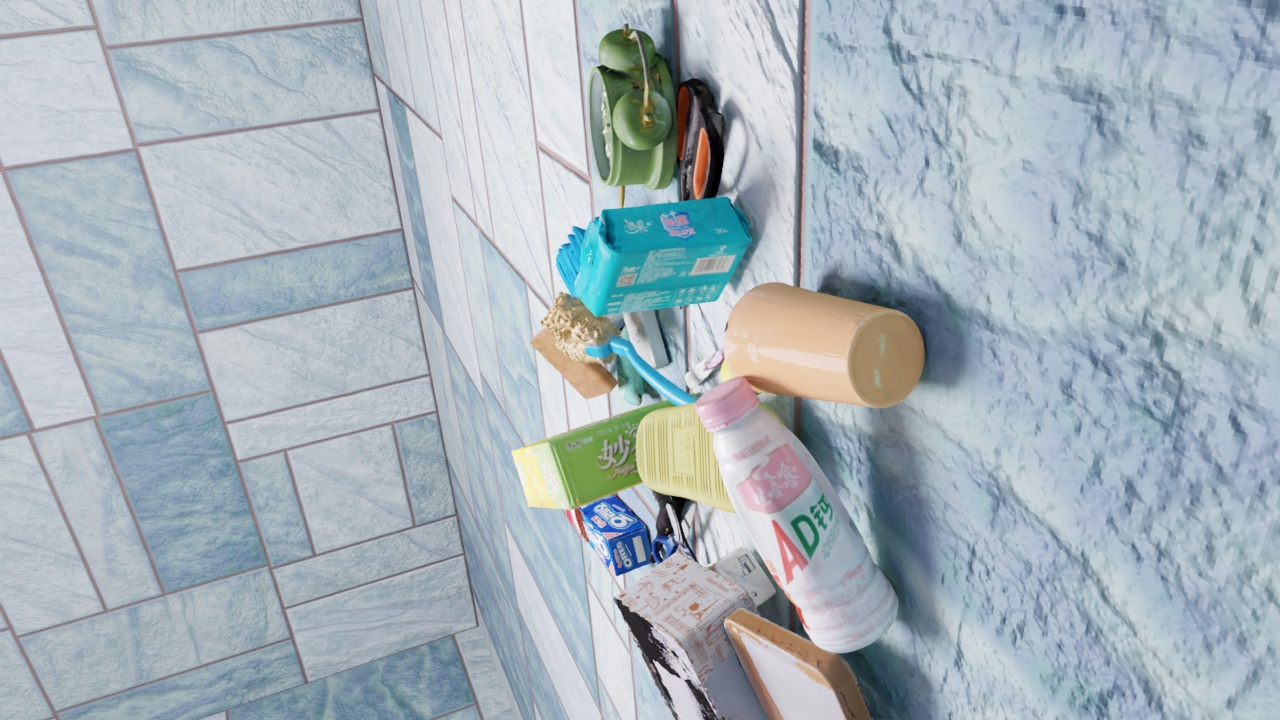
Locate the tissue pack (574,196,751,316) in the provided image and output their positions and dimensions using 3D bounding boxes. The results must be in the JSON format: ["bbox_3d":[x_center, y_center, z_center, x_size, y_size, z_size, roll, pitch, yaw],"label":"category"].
[{"bbox_3d":[0.015,-0.082,0.726,0.093,0.133,0.050,114,142,-56],"label":"tissue pack"}]

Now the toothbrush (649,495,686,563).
[{"bbox_3d":[0.030,0.183,1.042,0.213,0.026,0.027,102,178,-54],"label":"toothbrush"}]

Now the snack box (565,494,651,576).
[{"bbox_3d":[-0.050,0.218,1.241,0.207,0.057,0.058,-151,46,-64],"label":"snack box"}]

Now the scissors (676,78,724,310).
[{"bbox_3d":[0.042,-0.140,0.795,0.235,0.021,0.148,115,145,-70],"label":"scissors"}]

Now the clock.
[{"bbox_3d":[-0.007,-0.211,0.782,0.161,0.056,0.116,111,148,-66],"label":"clock"}]

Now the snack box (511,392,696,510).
[{"bbox_3d":[-0.036,0.097,0.958,0.070,0.157,0.210,71,161,2],"label":"snack box"}]

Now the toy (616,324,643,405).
[{"bbox_3d":[-0.015,0.001,1.031,0.096,0.030,0.092,-152,57,-74],"label":"toy"}]

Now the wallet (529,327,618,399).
[{"bbox_3d":[-0.079,0.002,1.050,0.101,0.020,0.115,45,161,-7],"label":"wallet"}]

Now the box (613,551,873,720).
[{"bbox_3d":[0.099,0.279,0.766,0.260,0.082,0.177,11,130,59],"label":"box"}]

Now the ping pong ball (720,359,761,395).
[{"bbox_3d":[0.085,0.010,0.735,0.040,0.040,0.040,165,90,-71],"label":"ping pong ball"}]

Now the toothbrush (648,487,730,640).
[{"bbox_3d":[0.052,0.207,0.948,0.189,0.016,0.014,65,159,-1],"label":"toothbrush"}]

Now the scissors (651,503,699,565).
[{"bbox_3d":[0.044,0.200,0.986,0.162,0.012,0.175,61,154,7],"label":"scissors"}]

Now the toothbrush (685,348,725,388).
[{"bbox_3d":[0.071,-0.002,0.808,0.188,0.017,0.016,132,119,-70],"label":"toothbrush"}]

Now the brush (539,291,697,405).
[{"bbox_3d":[-0.005,0.005,0.881,0.255,0.045,0.083,33,155,34],"label":"brush"}]

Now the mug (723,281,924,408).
[{"bbox_3d":[0.118,-0.008,0.587,0.123,0.078,0.078,17,119,62],"label":"mug"}]

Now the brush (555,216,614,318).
[{"bbox_3d":[-0.058,-0.051,1.022,0.315,0.060,0.109,129,122,-70],"label":"brush"}]

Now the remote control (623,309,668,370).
[{"bbox_3d":[-0.002,-0.055,0.967,0.056,0.019,0.135,151,104,-71],"label":"remote control"}]

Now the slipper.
[{"bbox_3d":[0.070,0.075,0.769,0.191,0.081,0.091,-3,88,55],"label":"slipper"}]

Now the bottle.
[{"bbox_3d":[0.103,0.103,0.626,0.197,0.068,0.068,59,163,-9],"label":"bottle"}]

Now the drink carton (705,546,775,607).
[{"bbox_3d":[0.083,0.217,0.880,0.053,0.045,0.123,58,159,11],"label":"drink carton"}]
